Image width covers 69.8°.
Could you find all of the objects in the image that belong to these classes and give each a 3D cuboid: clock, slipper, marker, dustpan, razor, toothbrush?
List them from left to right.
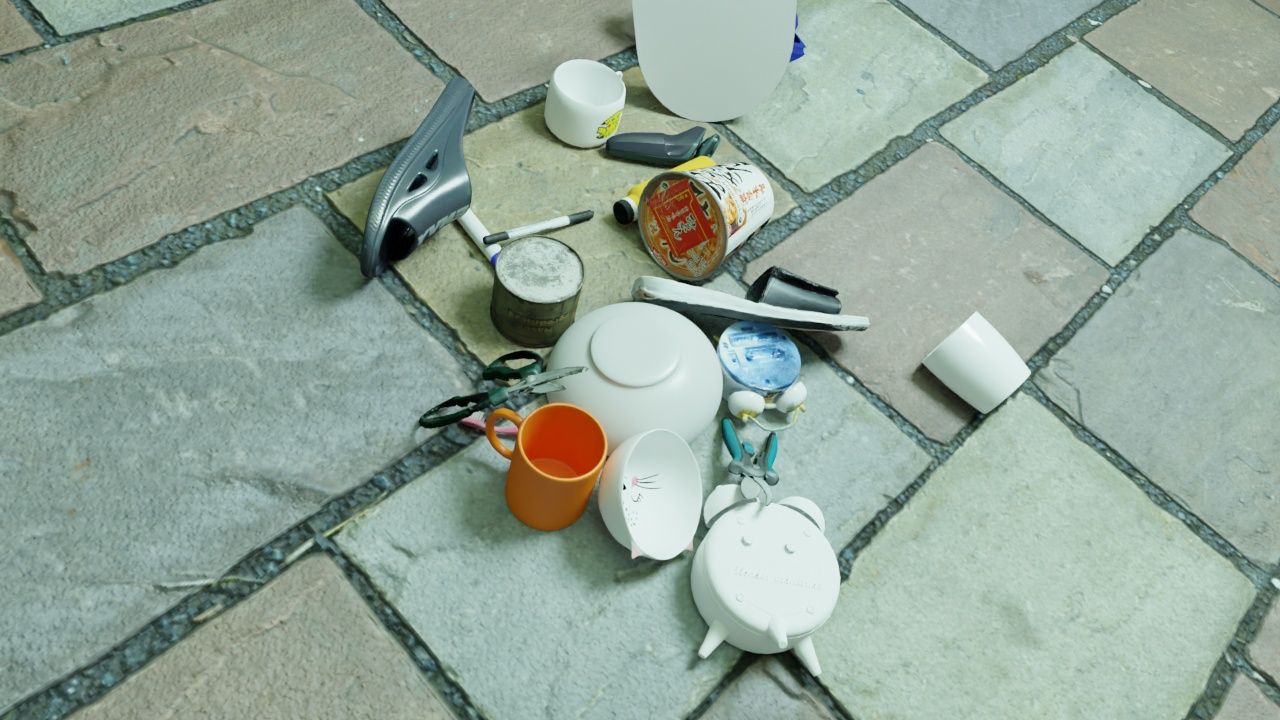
[{"bbox_3d":[-0.213,-0.183,0.961,0.083,0.111,0.267,24,57,-8],"label":"slipper"},{"bbox_3d":[-0.178,-0.142,1.002,0.020,0.020,0.141,-27,66,-30],"label":"marker"},{"bbox_3d":[-0.103,0.071,0.868,0.135,0.022,0.016,16,62,-1],"label":"toothbrush"},{"bbox_3d":[-0.110,-0.149,1.017,0.151,0.011,0.011,-21,63,-38],"label":"marker"},{"bbox_3d":[0.028,-0.266,1.137,0.142,0.047,0.052,1,79,-12],"label":"razor"},{"bbox_3d":[0.089,-0.412,1.123,0.191,0.258,0.053,-4,54,3],"label":"dustpan"},{"bbox_3d":[0.123,-0.072,0.978,0.263,0.111,0.063,6,88,-7],"label":"slipper"},{"bbox_3d":[0.122,0.018,0.950,0.088,0.052,0.125,-6,57,-21],"label":"clock"},{"bbox_3d":[0.112,0.186,0.812,0.125,0.073,0.160,12,53,-8],"label":"clock"}]

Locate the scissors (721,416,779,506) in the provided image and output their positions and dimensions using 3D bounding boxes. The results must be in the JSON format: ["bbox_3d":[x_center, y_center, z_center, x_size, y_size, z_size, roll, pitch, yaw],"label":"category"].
[{"bbox_3d":[0.107,0.092,0.881,0.126,0.019,0.154,-3,32,-41],"label":"scissors"}]

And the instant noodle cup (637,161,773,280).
[{"bbox_3d":[0.082,-0.169,1.041,0.123,0.124,0.121,44,46,16],"label":"instant noodle cup"}]

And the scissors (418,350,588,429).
[{"bbox_3d":[-0.102,0.012,0.830,0.136,0.210,0.015,-44,114,-47],"label":"scissors"}]

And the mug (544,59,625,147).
[{"bbox_3d":[-0.062,-0.320,1.131,0.094,0.068,0.115,39,54,13],"label":"mug"}]

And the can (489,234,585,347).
[{"bbox_3d":[-0.106,-0.070,0.935,0.090,0.075,0.089,7,53,-9],"label":"can"}]

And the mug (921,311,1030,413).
[{"bbox_3d":[0.380,0.002,1.029,0.087,0.081,0.114,47,25,11],"label":"mug"}]

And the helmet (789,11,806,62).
[{"bbox_3d":[0.116,-0.493,1.208,0.241,0.228,0.147,10,42,-1],"label":"helmet"}]

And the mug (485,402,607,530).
[{"bbox_3d":[-0.091,0.086,0.812,0.112,0.096,0.077,31,53,7],"label":"mug"}]

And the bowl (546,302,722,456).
[{"bbox_3d":[-0.005,0.005,0.894,0.176,0.066,0.176,1,55,-2],"label":"bowl"}]

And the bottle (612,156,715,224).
[{"bbox_3d":[0.029,-0.199,1.086,0.143,0.043,0.043,-31,68,-32],"label":"bottle"}]

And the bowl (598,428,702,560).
[{"bbox_3d":[0.002,0.120,0.824,0.114,0.051,0.114,10,76,-49],"label":"bowl"}]
